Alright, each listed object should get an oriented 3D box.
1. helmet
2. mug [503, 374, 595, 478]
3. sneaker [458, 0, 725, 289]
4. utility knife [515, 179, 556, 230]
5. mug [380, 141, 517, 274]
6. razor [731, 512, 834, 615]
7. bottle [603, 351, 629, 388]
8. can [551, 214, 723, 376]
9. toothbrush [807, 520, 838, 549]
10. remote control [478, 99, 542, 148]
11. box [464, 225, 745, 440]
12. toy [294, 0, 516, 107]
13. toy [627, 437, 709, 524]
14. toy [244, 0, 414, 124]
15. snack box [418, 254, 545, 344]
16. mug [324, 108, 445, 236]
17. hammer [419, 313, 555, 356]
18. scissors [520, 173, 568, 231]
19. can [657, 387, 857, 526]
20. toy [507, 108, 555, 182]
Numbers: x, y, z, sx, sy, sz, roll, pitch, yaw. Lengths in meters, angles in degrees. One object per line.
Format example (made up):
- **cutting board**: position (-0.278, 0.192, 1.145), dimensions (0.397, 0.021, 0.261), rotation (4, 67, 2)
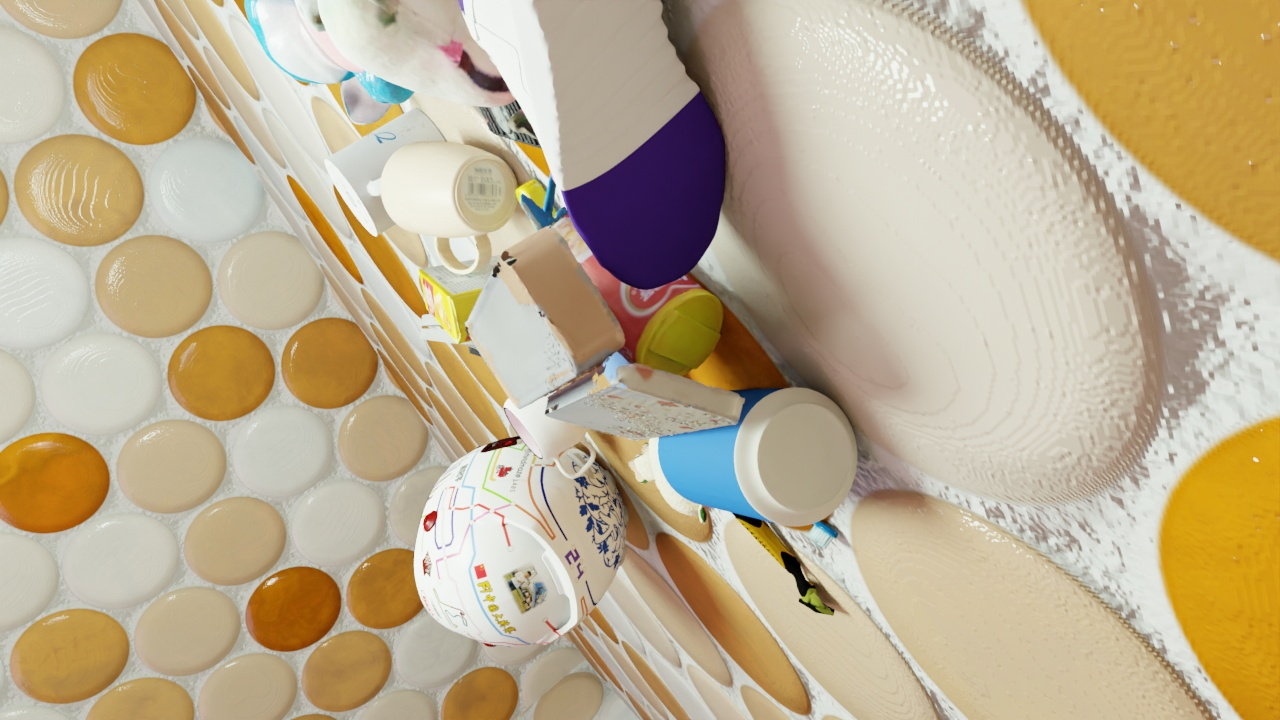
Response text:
- **helmet**: position (-0.132, 0.208, 1.125), dimensions (0.313, 0.236, 0.231), rotation (-73, -38, -71)
- **mug**: position (-0.090, 0.072, 1.011), dimensions (0.124, 0.076, 0.090), rotation (58, 162, -14)
- **sneaker**: position (-0.036, -0.147, 0.451), dimensions (0.111, 0.091, 0.244), rotation (37, 153, 45)
- **utility knife**: position (-0.034, -0.039, 0.742), dimensions (0.234, 0.020, 0.029), rotation (60, 164, -12)
- **mug**: position (-0.154, -0.128, 0.772), dimensions (0.104, 0.085, 0.111), rotation (15, 116, 48)
- **razor**: position (0.105, 0.150, 0.750), dimensions (0.144, 0.021, 0.044), rotation (49, 172, -1)
- **bottle**: position (-0.004, 0.004, 0.713), dimensions (0.048, 0.048, 0.131), rotation (20, 143, 60)
- **can**: position (-0.009, -0.045, 0.603), dimensions (0.124, 0.066, 0.067), rotation (41, 159, 34)
- **toothbrush**: position (0.101, 0.110, 0.696), dimensions (0.021, 0.016, 0.132), rotation (41, 171, -33)
- **remote control**: position (-0.088, -0.175, 0.639), dimensions (0.140, 0.021, 0.045), rotation (33, 153, 58)
- **box**: position (-0.035, 0.004, 0.549), dimensions (0.156, 0.071, 0.217), rotation (30, 165, -10)
- **toy**: position (-0.152, -0.230, 0.576), dimensions (0.137, 0.086, 0.209), rotation (11, -154, -47)
- **toy**: position (0.032, 0.096, 0.792), dimensions (0.087, 0.050, 0.112), rotation (65, 165, -18)
- **toy**: position (-0.264, -0.287, 0.745), dimensions (0.191, 0.098, 0.224), rotation (25, 161, 46)
- **snack box**: position (-0.138, -0.060, 0.814), dimensions (0.201, 0.092, 0.042), rotation (-151, 50, -67)
- **mug**: position (-0.226, -0.176, 0.857), dimensions (0.120, 0.096, 0.083), rotation (19, 142, 61)
- **hammer**: position (-0.164, -0.023, 1.015), dimensions (0.313, 0.139, 0.035), rotation (167, 108, -81)
- **scissors**: position (-0.068, -0.088, 0.642), dimensions (0.014, 0.130, 0.125), rotation (10, 171, 13)
- **can**: position (0.068, 0.058, 0.580), dimensions (0.079, 0.078, 0.146), rotation (56, 162, -9)
- **toy**: position (-0.038, -0.141, 0.531), dimensions (0.065, 0.050, 0.102), rotation (56, -160, -34)
